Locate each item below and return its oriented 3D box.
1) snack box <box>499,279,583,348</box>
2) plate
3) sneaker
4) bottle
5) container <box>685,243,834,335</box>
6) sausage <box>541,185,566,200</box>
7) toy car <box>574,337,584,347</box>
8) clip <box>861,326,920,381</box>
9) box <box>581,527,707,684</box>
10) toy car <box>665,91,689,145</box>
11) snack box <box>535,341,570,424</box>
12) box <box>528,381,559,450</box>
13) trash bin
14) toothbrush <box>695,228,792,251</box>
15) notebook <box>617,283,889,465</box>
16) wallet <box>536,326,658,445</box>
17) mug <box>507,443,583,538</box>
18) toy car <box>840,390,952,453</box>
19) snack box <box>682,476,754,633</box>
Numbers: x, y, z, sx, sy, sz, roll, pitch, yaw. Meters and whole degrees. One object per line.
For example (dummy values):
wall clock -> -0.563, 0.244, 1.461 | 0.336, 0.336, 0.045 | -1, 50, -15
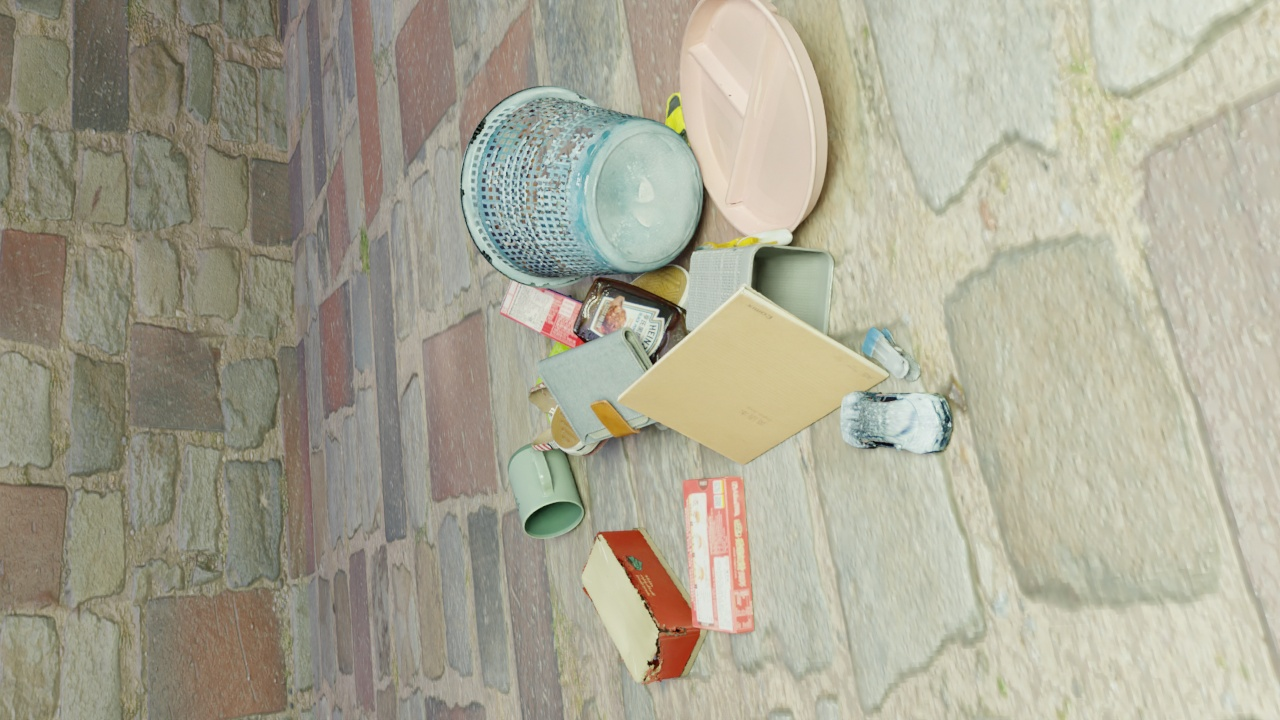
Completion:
snack box -> -0.095, -0.053, 1.144 | 0.208, 0.057, 0.058 | 25, 95, 46
plate -> 0.101, -0.222, 0.840 | 0.229, 0.028, 0.230 | 54, 155, 40
sneaker -> -0.006, 0.006, 1.021 | 0.118, 0.087, 0.241 | 39, 101, 38
bottle -> 0.028, -0.016, 0.917 | 0.195, 0.044, 0.080 | 26, 95, 20
container -> 0.103, -0.059, 0.842 | 0.114, 0.090, 0.090 | 12, 99, 61
sausage -> -0.096, -0.228, 1.230 | 0.165, 0.021, 0.021 | -1, 88, 58
toy car -> -0.050, -0.015, 0.984 | 0.049, 0.031, 0.106 | 15, 85, 38
clip -> 0.204, -0.004, 0.744 | 0.058, 0.035, 0.025 | 55, 132, 49
box -> -0.008, 0.271, 1.018 | 0.168, 0.078, 0.091 | 51, 130, 47
toy car -> 0.050, -0.241, 0.987 | 0.048, 0.032, 0.105 | -39, 58, 51
snack box -> -0.093, 0.011, 1.214 | 0.157, 0.026, 0.085 | -62, 41, 37
box -> -0.083, 0.065, 1.132 | 0.163, 0.076, 0.086 | -19, 41, 42
trash bin -> -0.047, -0.176, 0.971 | 0.195, 0.226, 0.227 | 19, 105, 52
toothbrush -> 0.096, -0.112, 0.889 | 0.191, 0.018, 0.016 | 9, 120, 70
notebook -> 0.092, 0.023, 0.815 | 0.212, 0.149, 0.012 | -42, 25, 50
wallet -> -0.037, 0.031, 0.923 | 0.130, 0.036, 0.106 | -20, 105, 41
mug -> -0.128, 0.158, 1.198 | 0.112, 0.082, 0.106 | 89, 164, -50
toy car -> 0.200, 0.049, 0.734 | 0.106, 0.031, 0.049 | -2, 89, 57
snack box -> 0.078, 0.196, 0.932 | 0.075, 0.025, 0.152 | -17, 74, 58
